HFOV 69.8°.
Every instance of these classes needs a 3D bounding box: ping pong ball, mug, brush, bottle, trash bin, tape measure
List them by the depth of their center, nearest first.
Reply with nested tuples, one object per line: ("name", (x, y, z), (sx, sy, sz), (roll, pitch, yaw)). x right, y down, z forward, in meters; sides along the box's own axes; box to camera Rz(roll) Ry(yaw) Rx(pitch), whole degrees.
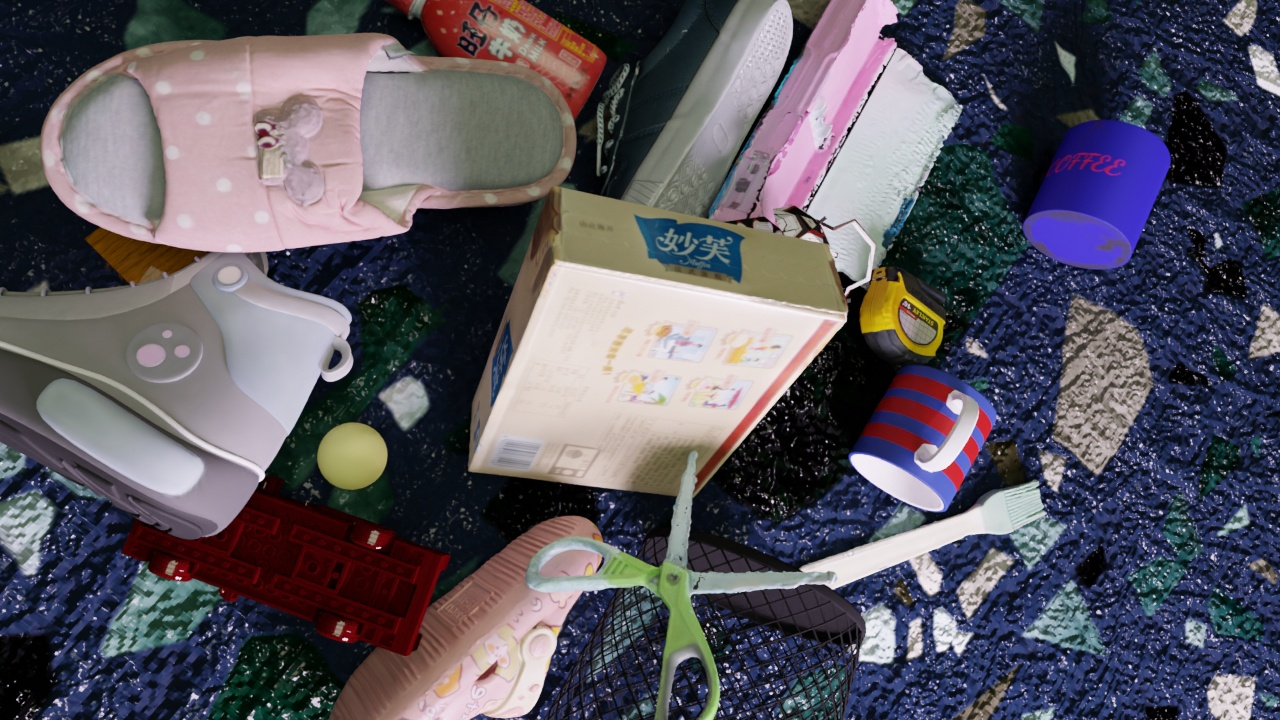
("trash bin", (0.027, 0.222, 0.524), (0.184, 0.184, 0.209), (32, 66, -13))
("brush", (-0.287, -0.068, 0.531), (0.048, 0.017, 0.126), (-45, 100, -15))
("ping pong ball", (-0.172, 0.057, 0.547), (0.040, 0.040, 0.040), (1, 86, -18))
("bottle", (-0.093, -0.203, 0.580), (0.137, 0.062, 0.062), (28, 78, -13))
("mug", (0.200, 0.051, 0.630), (0.075, 0.112, 0.076), (33, 76, 3))
("tape measure", (0.189, -0.029, 0.670), (0.065, 0.037, 0.064), (20, 75, -29))
("brush", (0.209, 0.133, 0.680), (0.217, 0.012, 0.033), (-15, 91, -17))
("mug", (0.360, -0.119, 0.717), (0.111, 0.079, 0.083), (39, 74, -41))

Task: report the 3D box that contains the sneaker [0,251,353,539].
("sneaker", (-0.289, -0.026, 0.485), (0.257, 0.093, 0.160), (28, 63, 4))

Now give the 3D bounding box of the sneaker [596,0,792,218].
("sneaker", (0.012, -0.146, 0.597), (0.087, 0.089, 0.235), (29, 91, 21))

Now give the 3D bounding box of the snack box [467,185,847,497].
("snack box", (-0.003, 0.003, 0.521), (0.153, 0.208, 0.055), (9, 53, -17))

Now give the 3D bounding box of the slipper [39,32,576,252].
("slipper", (-0.161, -0.119, 0.487), (0.274, 0.054, 0.114), (-10, 93, -23))

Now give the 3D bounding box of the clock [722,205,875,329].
("clock", (0.079, -0.035, 0.579), (0.155, 0.115, 0.065), (-24, 49, 7))

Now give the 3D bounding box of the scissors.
("scissors", (0.018, 0.118, 0.492), (0.173, 0.021, 0.171), (-7, 47, 17))

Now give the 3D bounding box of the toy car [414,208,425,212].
("toy car", (-0.171, -0.134, 0.550), (0.153, 0.056, 0.054), (13, 64, -22))

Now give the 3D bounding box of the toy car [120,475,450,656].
("toy car", (-0.194, 0.110, 0.521), (0.170, 0.062, 0.070), (17, 79, 7))

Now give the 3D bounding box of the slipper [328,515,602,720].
("slipper", (-0.089, 0.177, 0.543), (0.197, 0.093, 0.081), (-40, 107, -18))

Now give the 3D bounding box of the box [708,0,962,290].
("box", (0.139, -0.150, 0.661), (0.161, 0.062, 0.230), (41, 73, -40))
